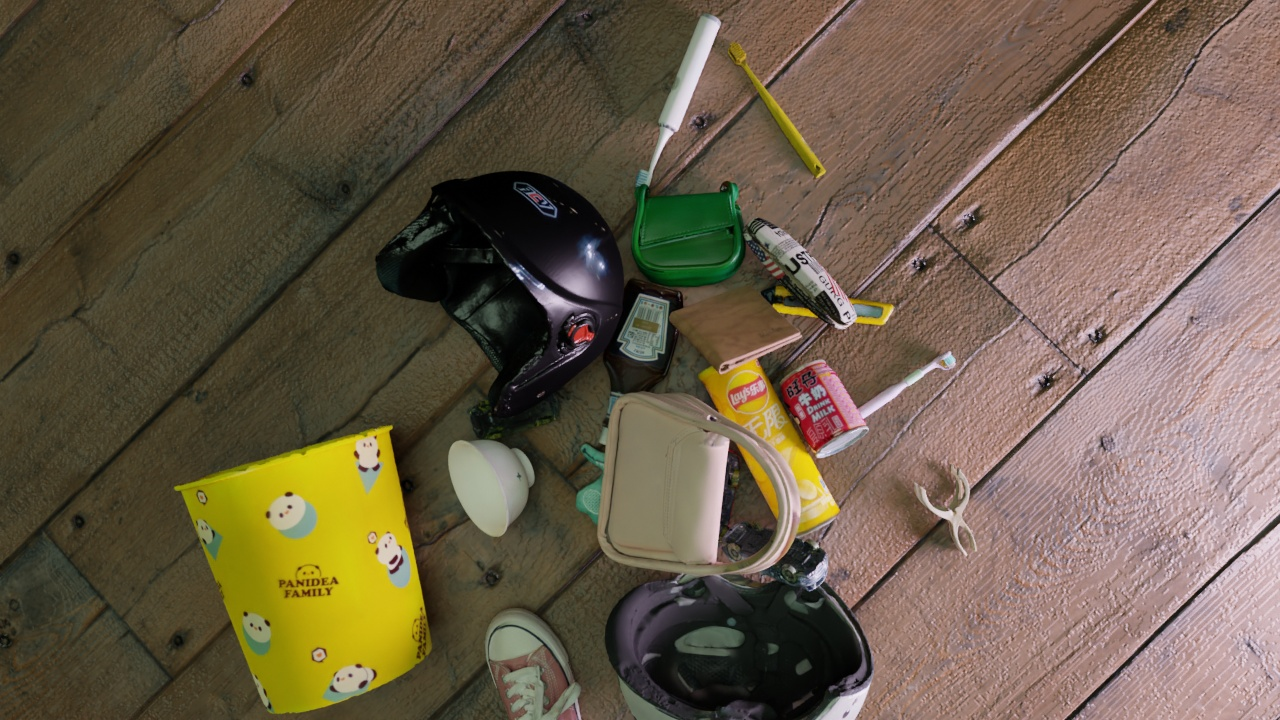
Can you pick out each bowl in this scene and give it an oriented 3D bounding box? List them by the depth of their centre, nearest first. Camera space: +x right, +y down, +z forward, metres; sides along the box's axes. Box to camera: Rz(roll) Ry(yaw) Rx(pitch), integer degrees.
[{"bbox_3d":[-0.162,0.135,1.055,0.064,0.119,0.118,-25,84,-37],"label":"bowl"}]

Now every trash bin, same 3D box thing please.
[{"bbox_3d":[-0.350,0.222,1.002,0.230,0.229,0.255,-16,91,3],"label":"trash bin"}]

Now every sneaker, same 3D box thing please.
[{"bbox_3d":[-0.114,0.400,1.032,0.118,0.088,0.241,-20,87,4],"label":"sneaker"}]

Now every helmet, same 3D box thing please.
[{"bbox_3d":[0.101,0.339,0.970,0.274,0.229,0.157,-4,118,-5],"label":"helmet"},{"bbox_3d":[-0.129,-0.088,0.974,0.229,0.275,0.233,-36,71,-26],"label":"helmet"}]

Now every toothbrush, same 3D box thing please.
[{"bbox_3d":[0.277,0.048,1.054,0.189,0.029,0.021,-34,45,4],"label":"toothbrush"},{"bbox_3d":[0.160,-0.297,1.082,0.016,0.016,0.190,-33,85,2],"label":"toothbrush"},{"bbox_3d":[0.043,-0.303,1.087,0.026,0.027,0.221,22,89,-16],"label":"toothbrush"}]

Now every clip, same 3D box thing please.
[{"bbox_3d":[0.339,0.169,1.036,0.095,0.035,0.102,1,95,0],"label":"clip"}]

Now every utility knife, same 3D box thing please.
[{"bbox_3d":[0.217,-0.065,1.065,0.156,0.015,0.033,7,90,5],"label":"utility knife"}]

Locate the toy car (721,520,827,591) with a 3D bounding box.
[{"bbox_3d":[0.145,0.212,0.999,0.121,0.054,0.037,16,128,37],"label":"toy car"}]

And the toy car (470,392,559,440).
[{"bbox_3d":[-0.147,0.062,1.082,0.105,0.032,0.048,-17,85,-8],"label":"toy car"}]

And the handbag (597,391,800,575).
[{"bbox_3d":[0.065,0.138,0.965,0.235,0.093,0.193,9,98,45],"label":"handbag"}]

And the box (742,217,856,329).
[{"bbox_3d":[0.182,-0.101,1.029,0.164,0.068,0.052,44,104,5],"label":"box"}]

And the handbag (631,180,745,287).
[{"bbox_3d":[0.056,-0.148,1.063,0.131,0.068,0.120,-2,80,6],"label":"handbag"}]

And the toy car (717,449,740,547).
[{"bbox_3d":[0.083,0.156,1.050,0.053,0.045,0.120,12,101,5],"label":"toy car"}]

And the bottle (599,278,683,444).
[{"bbox_3d":[-0.006,0.006,1.067,0.080,0.044,0.195,15,89,5],"label":"bottle"}]

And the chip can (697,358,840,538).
[{"bbox_3d":[0.144,0.092,1.035,0.072,0.072,0.213,-28,85,3],"label":"chip can"}]

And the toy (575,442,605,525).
[{"bbox_3d":[-0.041,0.142,1.071,0.096,0.030,0.092,35,85,13],"label":"toy"}]

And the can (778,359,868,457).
[{"bbox_3d":[0.203,0.053,1.027,0.066,0.066,0.093,-28,69,3],"label":"can"}]

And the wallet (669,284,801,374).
[{"bbox_3d":[0.106,-0.038,1.029,0.115,0.020,0.101,-23,49,-22],"label":"wallet"}]
